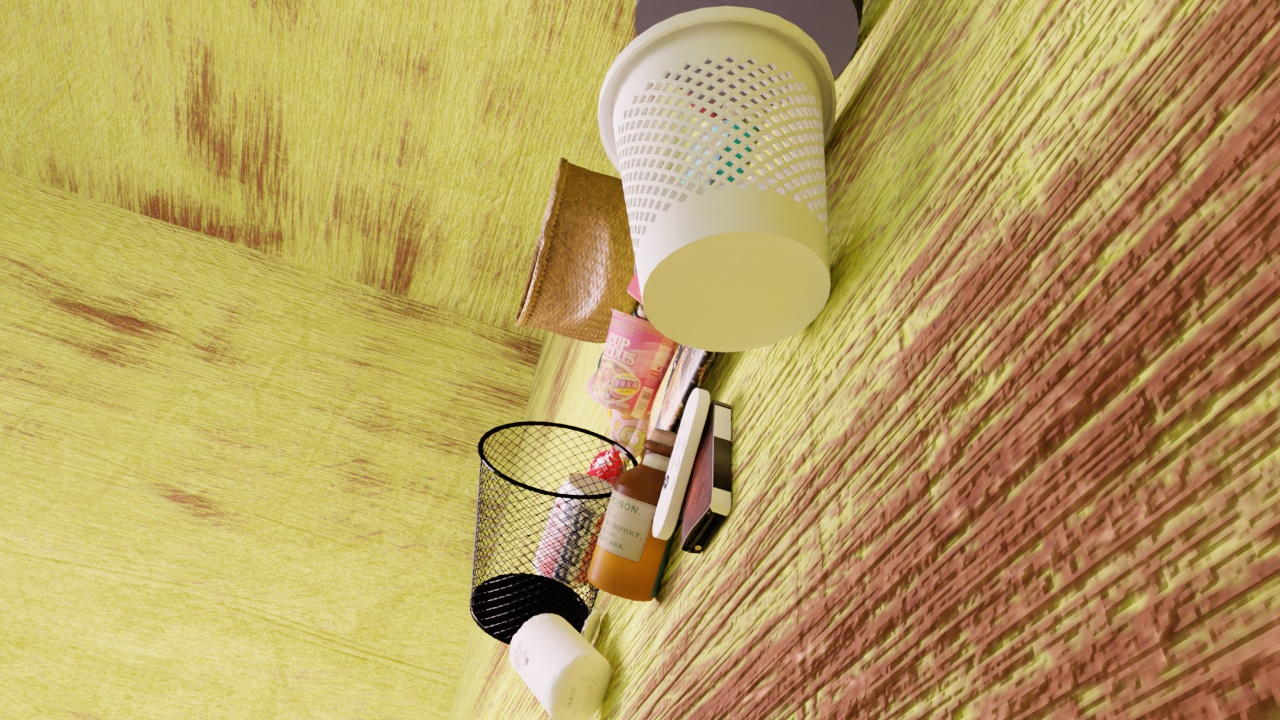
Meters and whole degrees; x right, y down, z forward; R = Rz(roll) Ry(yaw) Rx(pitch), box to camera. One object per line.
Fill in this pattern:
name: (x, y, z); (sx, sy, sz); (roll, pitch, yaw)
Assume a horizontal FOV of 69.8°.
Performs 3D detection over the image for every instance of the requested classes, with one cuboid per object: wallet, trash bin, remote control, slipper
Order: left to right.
trash bin: (-0.111, 0.204, 1.066); (0.184, 0.184, 0.210); (-99, 21, -70)
slipper: (-0.031, 0.034, 1.159); (0.093, 0.081, 0.197); (115, 157, -47)
remote control: (0.036, 0.091, 0.809); (0.043, 0.013, 0.136); (169, 117, -80)
wallet: (0.056, 0.098, 0.789); (0.122, 0.019, 0.072); (-84, 14, -49)
trash bin: (0.065, -0.126, 0.704); (0.196, 0.195, 0.199); (119, 156, -50)
trash bin: (0.104, -0.377, 0.813); (0.218, 0.217, 0.227); (127, 154, -64)

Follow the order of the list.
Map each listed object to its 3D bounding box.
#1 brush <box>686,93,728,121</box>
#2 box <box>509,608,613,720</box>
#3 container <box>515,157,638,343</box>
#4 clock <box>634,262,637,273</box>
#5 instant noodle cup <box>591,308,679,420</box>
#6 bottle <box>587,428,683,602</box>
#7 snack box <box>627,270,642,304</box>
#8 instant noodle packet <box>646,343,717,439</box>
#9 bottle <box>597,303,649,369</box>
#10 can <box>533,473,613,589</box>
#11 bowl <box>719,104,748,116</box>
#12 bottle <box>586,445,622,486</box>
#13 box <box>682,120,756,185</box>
brush: (0.115, -0.385, 1.128); (0.042, 0.082, 0.173); (-169, 96, -81)
box: (-0.068, 0.319, 0.978); (0.140, 0.141, 0.083); (26, 103, 52)
container: (-0.090, -0.185, 1.612); (0.307, 0.196, 0.307); (-165, 91, -79)
clock: (0.048, -0.110, 1.077); (0.161, 0.075, 0.122); (-102, 29, -46)
instant noodle cup: (-0.006, 0.006, 1.056); (0.098, 0.097, 0.108); (-145, 75, -80)
bottle: (0.004, 0.142, 0.865); (0.068, 0.068, 0.157); (-175, 102, -80)
snack box: (0.047, -0.106, 0.995); (0.021, 0.089, 0.133); (-8, -47, -53)
instant noodle packet: (0.053, -0.002, 0.933); (0.159, 0.032, 0.221); (-74, 7, -58)
bottle: (-0.013, -0.025, 1.275); (0.061, 0.061, 0.132); (-86, 16, -50)
can: (-0.084, 0.222, 1.189); (0.078, 0.078, 0.136); (-105, 33, -73)
bowl: (0.136, -0.344, 1.030); (0.152, 0.050, 0.152); (-164, 91, -81)
bottle: (-0.052, 0.155, 1.236); (0.142, 0.042, 0.041); (118, 166, -47)
box: (0.091, -0.251, 1.149); (0.226, 0.041, 0.094); (-116, 45, -76)
